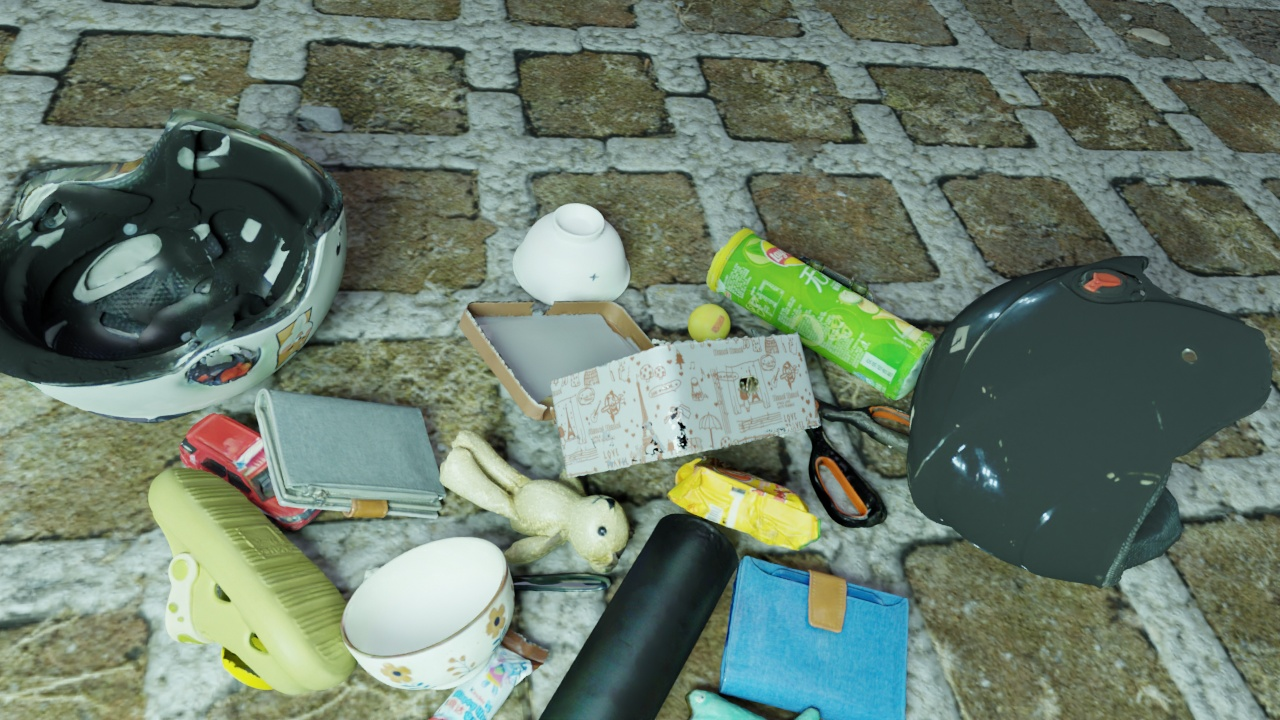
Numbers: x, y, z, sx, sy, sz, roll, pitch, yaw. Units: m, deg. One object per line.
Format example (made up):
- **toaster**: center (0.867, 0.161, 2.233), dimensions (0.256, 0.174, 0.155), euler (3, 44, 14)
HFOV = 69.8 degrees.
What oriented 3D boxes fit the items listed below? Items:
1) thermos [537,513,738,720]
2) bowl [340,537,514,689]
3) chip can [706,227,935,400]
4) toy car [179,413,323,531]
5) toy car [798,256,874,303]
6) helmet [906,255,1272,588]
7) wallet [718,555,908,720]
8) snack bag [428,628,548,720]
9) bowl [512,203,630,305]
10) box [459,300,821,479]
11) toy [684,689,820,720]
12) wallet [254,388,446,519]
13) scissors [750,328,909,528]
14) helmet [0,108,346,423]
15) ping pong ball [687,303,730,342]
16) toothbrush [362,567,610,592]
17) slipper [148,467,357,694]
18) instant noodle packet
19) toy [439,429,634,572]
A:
- **thermos**: center (-0.023, 0.209, 0.618), dimensions (0.090, 0.068, 0.241), euler (13, 44, 28)
- **bowl**: center (-0.134, 0.177, 0.611), dimensions (0.113, 0.062, 0.113), euler (-12, 25, 6)
- **chip can**: center (0.173, -0.045, 0.880), dimensions (0.221, 0.073, 0.072), euler (34, 51, 18)
- **toy car**: center (-0.290, 0.082, 0.689), dimensions (0.120, 0.045, 0.052), euler (28, 50, 10)
- **toy car**: center (0.195, -0.071, 0.927), dimensions (0.090, 0.042, 0.035), euler (33, 28, 25)
- **helmet**: center (0.334, 0.040, 0.730), dimensions (0.230, 0.234, 0.273), euler (7, 52, 15)
- **wallet**: center (0.129, 0.207, 0.670), dimensions (0.133, 0.040, 0.106), euler (15, 52, 1)
- **snack bag**: center (-0.107, 0.224, 0.611), dimensions (0.045, 0.026, 0.105), euler (24, 45, 19)
- **bowl**: center (-0.064, -0.113, 0.897), dimensions (0.118, 0.065, 0.118), euler (6, 47, -6)
- **box**: center (-0.005, 0.018, 0.739), dimensions (0.178, 0.130, 0.273), euler (-5, 17, -45)
- **toy**: center (0.065, 0.260, 0.615), dimensions (0.092, 0.030, 0.096), euler (22, 55, 15)
- **wallet**: center (-0.217, 0.074, 0.690), dimensions (0.129, 0.037, 0.106), euler (13, 40, -44)
- **scissors**: center (0.165, 0.057, 0.820), dimensions (0.221, 0.022, 0.224), euler (9, 48, -4)
- **helmet**: center (-0.357, -0.054, 0.722), dimensions (0.230, 0.157, 0.273), euler (34, 61, 17)
- **ping pong ball**: center (0.065, -0.034, 0.868), dimensions (0.040, 0.040, 0.040), euler (6, 48, -7)
- **toothbrush**: center (-0.111, 0.162, 0.674), dimensions (0.181, 0.018, 0.015), euler (4, 40, -11)
- **slipper**: center (-0.269, 0.155, 0.614), dimensions (0.190, 0.091, 0.081), euler (44, 94, 14)
- **instant noodle packet**: center (0.078, 0.106, 0.697), dimensions (0.111, 0.128, 0.044), euler (18, 89, 6)
- **toy**: center (-0.078, 0.105, 0.697), dimensions (0.157, 0.066, 0.104), euler (28, 31, 3)
